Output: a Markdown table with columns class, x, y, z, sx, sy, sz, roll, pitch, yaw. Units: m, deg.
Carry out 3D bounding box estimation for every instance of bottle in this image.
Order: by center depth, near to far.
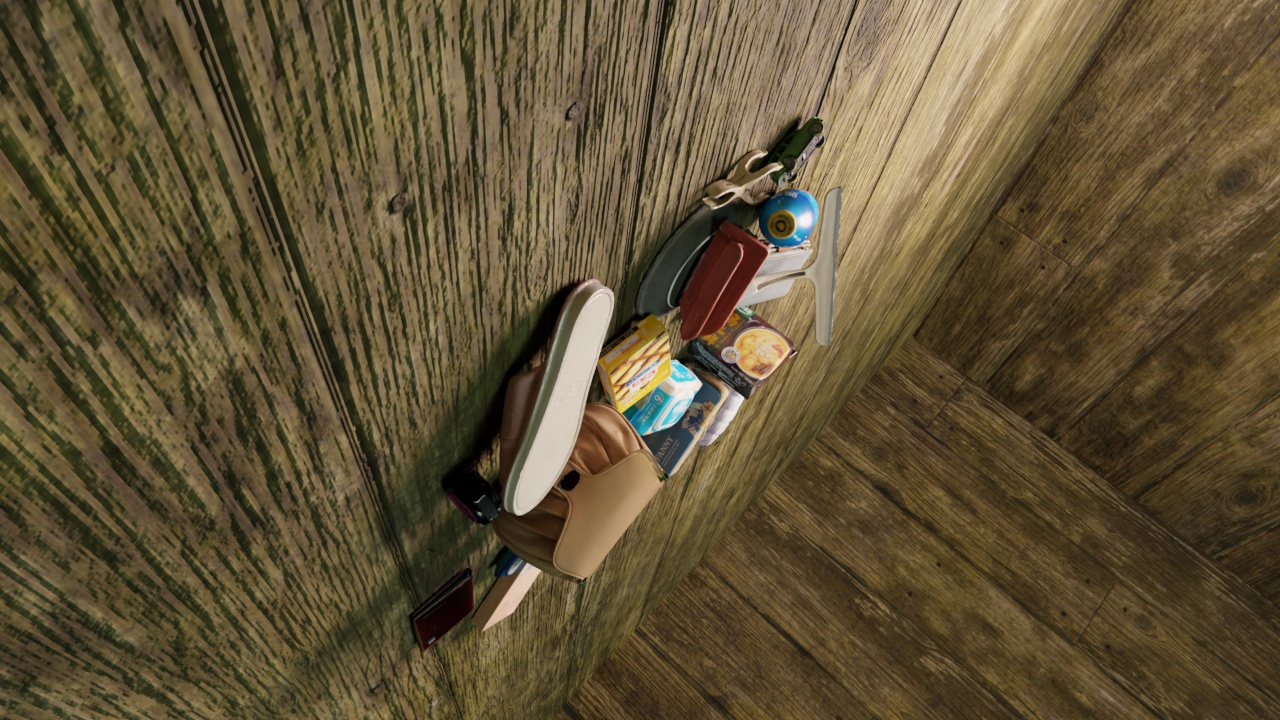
| class | x | y | z | sx | sy | sz | roll | pitch | yaw |
| --- | --- | --- | --- | --- | --- | --- | --- | --- | --- |
| bottle | 0.174 | -0.167 | 1.077 | 0.065 | 0.065 | 0.218 | -55 | 177 | 17 |

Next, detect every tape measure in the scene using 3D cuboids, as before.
| class | x | y | z | sx | sy | sz | roll | pitch | yaw |
| --- | --- | --- | --- | --- | --- | --- | --- | --- | --- |
| tape measure | -0.172 | 0.139 | 0.954 | 0.039 | 0.058 | 0.057 | -45 | 140 | -21 |
| tape measure | -0.178 | 0.275 | 1.280 | 0.055 | 0.025 | 0.058 | -57 | 165 | 17 |

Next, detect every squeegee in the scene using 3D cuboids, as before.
| class | x | y | z | sx | sy | sz | roll | pitch | yaw |
| --- | --- | --- | --- | --- | --- | --- | --- | --- | --- |
| squeegee | 0.156 | -0.097 | 1.240 | 0.246 | 0.039 | 0.247 | -19 | 126 | -21 |

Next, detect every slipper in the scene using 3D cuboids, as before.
| class | x | y | z | sx | sy | sz | roll | pitch | yaw |
| --- | --- | --- | --- | --- | --- | --- | --- | --- | --- |
| slipper | -0.096 | 0.039 | 0.934 | 0.114 | 0.054 | 0.275 | -28 | 142 | -58 |

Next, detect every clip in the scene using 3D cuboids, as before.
| class | x | y | z | sx | sy | sz | roll | pitch | yaw |
| --- | --- | --- | --- | --- | --- | --- | --- | --- | --- |
| clip | 0.114 | -0.202 | 0.998 | 0.103 | 0.035 | 0.093 | -10 | 142 | -53 |

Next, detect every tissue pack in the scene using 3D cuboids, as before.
| class | x | y | z | sx | sy | sz | roll | pitch | yaw |
| --- | --- | --- | --- | --- | --- | --- | --- | --- | --- |
| tissue pack | 0.026 | 0.052 | 1.253 | 0.090 | 0.063 | 0.139 | -55 | 162 | 15 |

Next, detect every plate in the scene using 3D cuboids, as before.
| class | x | y | z | sx | sy | sz | roll | pitch | yaw |
| --- | --- | --- | --- | --- | --- | --- | --- | --- | --- |
| plate | 0.063 | -0.113 | 1.069 | 0.179 | 0.024 | 0.180 | -44 | 163 | -18 |

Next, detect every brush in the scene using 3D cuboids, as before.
| class | x | y | z | sx | sy | sz | roll | pitch | yaw |
| --- | --- | --- | --- | --- | --- | --- | --- | --- | --- |
| brush | 0.087 | -0.084 | 1.044 | 0.069 | 0.063 | 0.146 | -45 | 167 | -53 |

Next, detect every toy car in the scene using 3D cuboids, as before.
| class | x | y | z | sx | sy | sz | roll | pitch | yaw |
| --- | --- | --- | --- | --- | --- | --- | --- | --- | --- |
| toy car | 0.183 | -0.244 | 1.068 | 0.091 | 0.036 | 0.043 | -49 | 162 | 0 |

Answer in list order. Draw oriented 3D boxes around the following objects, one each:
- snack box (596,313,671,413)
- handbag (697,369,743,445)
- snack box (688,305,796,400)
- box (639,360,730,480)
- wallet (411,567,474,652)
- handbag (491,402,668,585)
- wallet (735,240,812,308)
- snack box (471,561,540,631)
| class | x | y | z | sx | sy | sz | roll | pitch | yaw |
| --- | --- | --- | --- | --- | --- | --- | --- | --- | --- |
| snack box | -0.007 | 0.006 | 1.109 | 0.086 | 0.033 | 0.140 | -37 | 161 | -11 |
| handbag | 0.138 | 0.034 | 1.447 | 0.133 | 0.075 | 0.194 | -53 | 170 | -40 |
| snack box | 0.153 | -0.022 | 1.333 | 0.125 | 0.113 | 0.053 | -43 | 161 | -25 |
| box | 0.050 | 0.094 | 1.357 | 0.184 | 0.090 | 0.059 | -59 | 163 | 14 |
| wallet | -0.258 | 0.329 | 1.207 | 0.096 | 0.020 | 0.122 | -40 | 158 | -30 |
| handbag | -0.073 | 0.153 | 1.075 | 0.204 | 0.148 | 0.100 | -51 | 165 | -13 |
| wallet | 0.180 | -0.127 | 1.304 | 0.129 | 0.037 | 0.107 | -15 | 142 | -43 |
| snack box | -0.186 | 0.330 | 1.371 | 0.157 | 0.026 | 0.084 | -56 | 162 | 21 |
